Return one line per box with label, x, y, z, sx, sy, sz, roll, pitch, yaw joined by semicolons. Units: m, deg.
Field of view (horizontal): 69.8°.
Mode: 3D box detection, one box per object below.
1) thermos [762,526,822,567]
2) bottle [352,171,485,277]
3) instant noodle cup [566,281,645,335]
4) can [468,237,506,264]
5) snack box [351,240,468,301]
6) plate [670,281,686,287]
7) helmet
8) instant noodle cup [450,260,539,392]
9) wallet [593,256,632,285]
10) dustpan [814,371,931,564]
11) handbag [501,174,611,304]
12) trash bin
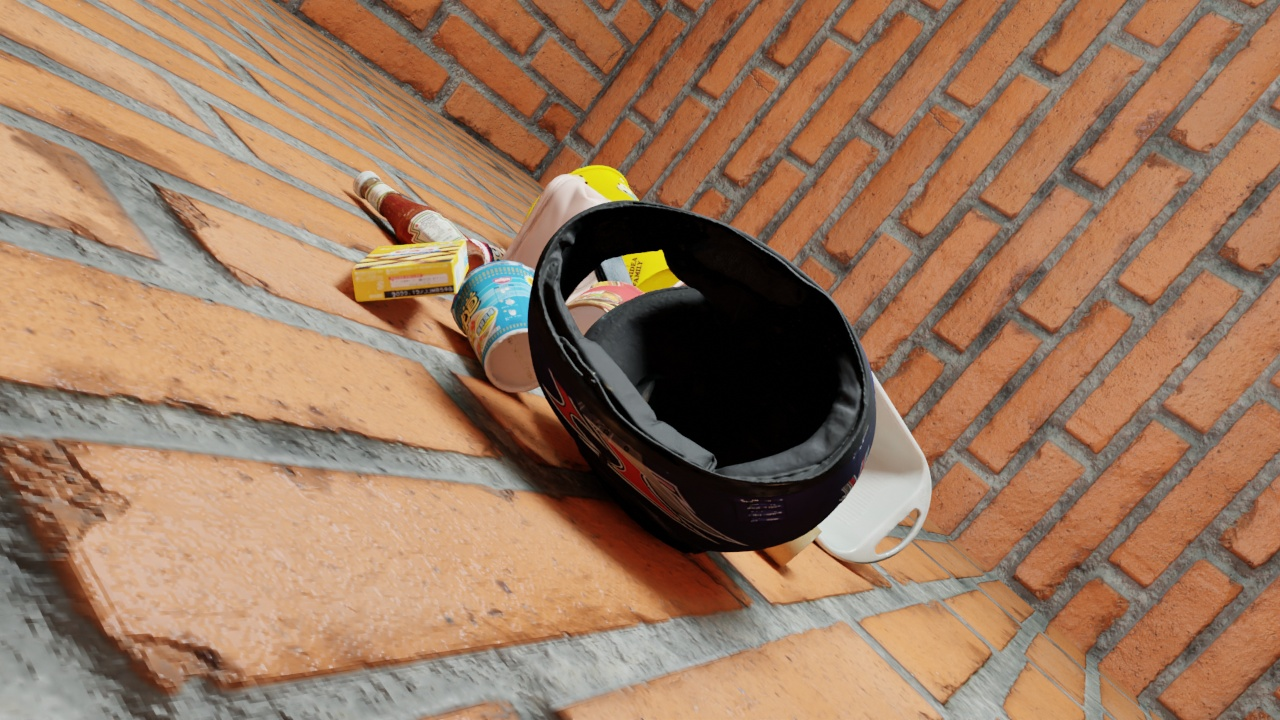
thermos;0.130;0.154;1.017;0.143;0.093;0.093;49;10;11
bottle;-0.267;-0.159;1.080;0.206;0.060;0.059;39;7;25
instant noodle cup;-0.044;-0.016;1.030;0.138;0.138;0.108;40;16;5
can;-0.203;-0.124;1.169;0.053;0.053;0.132;40;8;9
snack box;-0.207;-0.084;0.843;0.087;0.034;0.140;-5;13;-5
plate;0.049;0.023;1.058;0.028;0.229;0.229;-2;-9;23
helmet;0.044;0.024;0.802;0.315;0.246;0.241;36;-19;5
instant noodle cup;-0.124;-0.027;0.880;0.099;0.099;0.110;33;18;-36
wallet;-0.024;-0.082;1.165;0.097;0.019;0.121;-44;114;-70
dustpan;0.291;0.147;1.270;0.143;0.222;0.258;33;-22;50
handbag;-0.083;-0.138;1.216;0.093;0.193;0.233;39;15;12
trash bin;-0.046;-0.170;1.589;0.255;0.230;0.229;50;13;29
